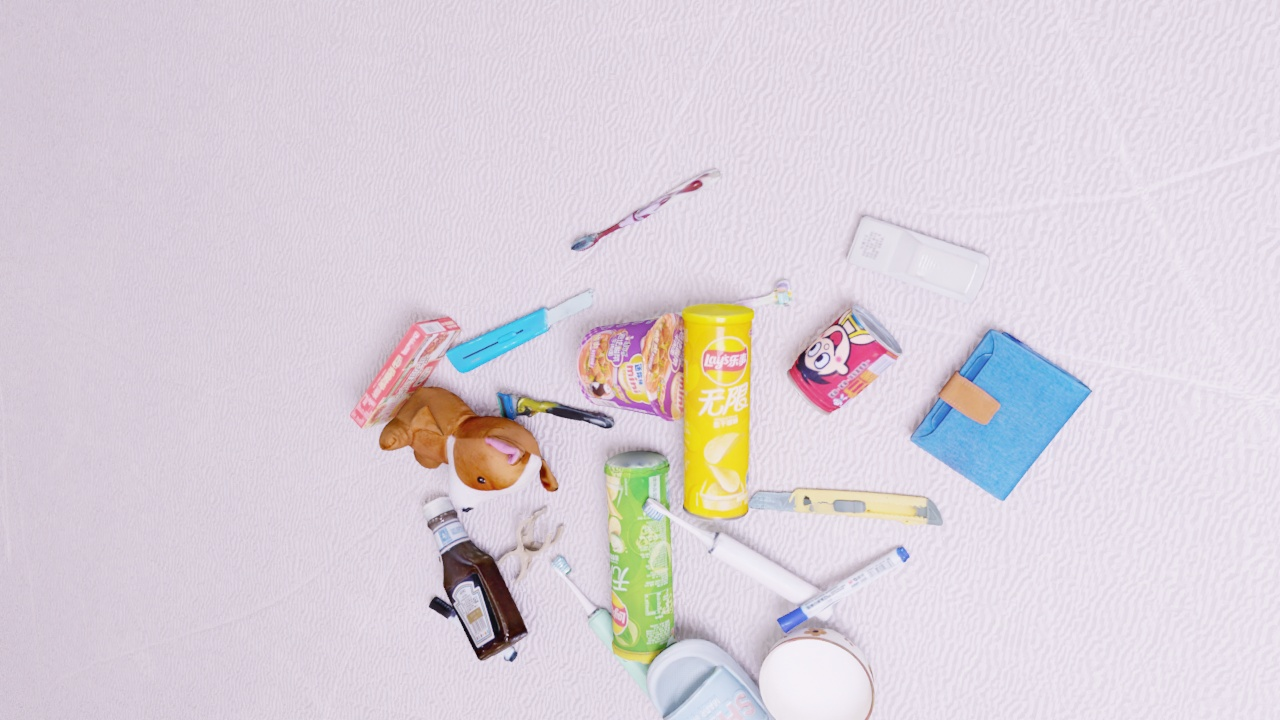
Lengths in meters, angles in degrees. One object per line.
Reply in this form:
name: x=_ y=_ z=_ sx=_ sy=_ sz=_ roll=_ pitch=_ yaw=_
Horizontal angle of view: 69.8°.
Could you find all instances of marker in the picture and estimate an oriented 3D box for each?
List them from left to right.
marker: x=-0.207 y=0.330 z=1.127 sx=0.131 sy=0.022 sz=0.018 roll=28 pitch=100 yaw=20
marker: x=0.202 y=0.227 z=0.912 sx=0.146 sy=0.017 sz=0.017 roll=-33 pitch=83 yaw=5

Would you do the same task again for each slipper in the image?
slipper: x=0.100 y=0.396 z=0.953 sx=0.245 sy=0.074 sz=0.104 roll=44 pitch=112 yaw=-2

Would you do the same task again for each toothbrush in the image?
toothbrush: x=-0.030 y=0.315 z=1.044 sx=0.027 sy=0.026 sz=0.224 roll=-40 pitch=78 yaw=-9
toothbrush: x=0.002 y=-0.158 z=0.974 sx=0.188 sy=0.017 sz=0.016 roll=-24 pitch=88 yaw=25
toothbrush: x=0.066 y=-0.051 z=0.958 sx=0.190 sy=0.020 sz=0.029 roll=-11 pitch=66 yaw=26
toothbrush: x=0.101 y=0.201 z=0.940 sx=0.221 sy=0.026 sz=0.026 roll=30 pitch=105 yaw=2

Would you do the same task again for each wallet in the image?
wallet: x=0.329 y=0.049 z=0.846 sx=0.106 sy=0.040 sz=0.133 roll=35 pitch=108 yaw=11

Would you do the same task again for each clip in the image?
clip: x=-0.122 y=0.225 z=1.070 sx=0.081 sy=0.034 sz=0.105 roll=29 pitch=112 yaw=18

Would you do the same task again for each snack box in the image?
snack box: x=-0.278 y=0.015 z=1.089 sx=0.025 sy=0.075 sz=0.153 roll=44 pitch=111 yaw=12

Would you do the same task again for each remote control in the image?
remote control: x=0.261 y=-0.095 z=0.864 sx=0.125 sy=0.024 sz=0.049 roll=23 pitch=105 yaw=20

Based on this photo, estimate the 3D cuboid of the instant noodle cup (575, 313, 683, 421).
instant noodle cup: x=-0.006 y=0.006 z=0.955 sx=0.099 sy=0.111 sz=0.111 roll=2 pitch=98 yaw=33

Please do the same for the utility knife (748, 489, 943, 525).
utility knife: x=0.204 y=0.147 z=0.928 sx=0.195 sy=0.020 sz=0.031 roll=0 pitch=91 yaw=28

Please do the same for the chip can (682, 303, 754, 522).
chip can: x=0.077 y=0.052 z=0.926 sx=0.072 sy=0.071 sz=0.213 roll=6 pitch=105 yaw=23

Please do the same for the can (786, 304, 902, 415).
can: x=0.194 y=0.001 z=0.882 sx=0.066 sy=0.066 sz=0.094 roll=48 pitch=112 yaw=11

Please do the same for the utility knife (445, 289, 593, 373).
utility knife: x=-0.137 y=-0.034 z=1.052 sx=0.207 sy=0.018 sz=0.034 roll=-24 pitch=86 yaw=23

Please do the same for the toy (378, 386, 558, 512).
toy: x=-0.195 y=0.104 z=1.038 sx=0.200 sy=0.140 sz=0.130 roll=12 pitch=78 yaw=22

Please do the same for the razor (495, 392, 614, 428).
razor: x=-0.095 y=0.058 z=1.042 sx=0.143 sy=0.022 sz=0.043 roll=8 pitch=133 yaw=19

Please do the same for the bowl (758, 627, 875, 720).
bowl: x=0.182 y=0.318 z=0.928 sx=0.113 sy=0.062 sz=0.113 roll=4 pitch=103 yaw=19

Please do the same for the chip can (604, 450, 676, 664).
chip can: x=0.000 y=0.208 z=0.992 sx=0.073 sy=0.072 sz=0.221 roll=1 pitch=97 yaw=24

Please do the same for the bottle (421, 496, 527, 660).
bottle: x=-0.205 y=0.255 z=1.096 sx=0.080 sy=0.044 sz=0.195 roll=-39 pitch=73 yaw=33
